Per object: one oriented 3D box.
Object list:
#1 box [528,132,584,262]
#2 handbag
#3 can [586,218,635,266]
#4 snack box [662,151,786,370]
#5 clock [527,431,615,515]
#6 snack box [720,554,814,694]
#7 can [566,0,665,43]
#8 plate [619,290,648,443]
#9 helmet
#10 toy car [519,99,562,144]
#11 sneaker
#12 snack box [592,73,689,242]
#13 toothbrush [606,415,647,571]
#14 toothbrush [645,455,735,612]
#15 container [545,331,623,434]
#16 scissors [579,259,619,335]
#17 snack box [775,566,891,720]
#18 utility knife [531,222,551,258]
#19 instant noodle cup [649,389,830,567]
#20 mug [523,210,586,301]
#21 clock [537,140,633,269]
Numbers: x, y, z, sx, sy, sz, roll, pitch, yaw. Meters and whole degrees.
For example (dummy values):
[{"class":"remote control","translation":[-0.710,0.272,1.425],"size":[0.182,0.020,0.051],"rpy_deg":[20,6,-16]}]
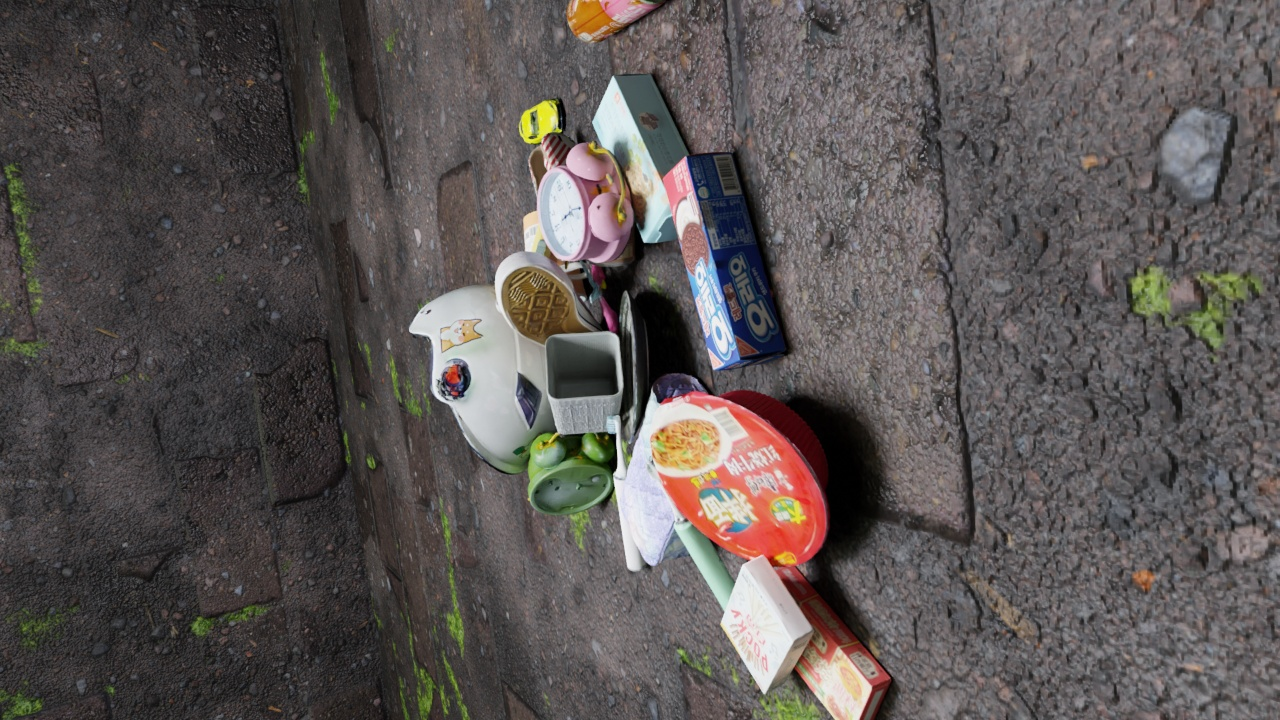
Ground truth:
[{"class":"box","translation":[-0.097,-0.203,1.169],"size":[0.083,0.075,0.163],"rpy_deg":[-29,75,47]},{"class":"handbag","translation":[0.038,0.127,1.024],"size":[0.134,0.075,0.194],"rpy_deg":[60,145,40]},{"class":"can","translation":[-0.036,-0.171,1.073],"size":[0.058,0.058,0.116],"rpy_deg":[26,121,56]},{"class":"snack box","translation":[0.081,-0.095,0.889],"size":[0.058,0.057,0.207],"rpy_deg":[-29,74,63]},{"class":"clock","translation":[-0.095,0.143,1.230],"size":[0.162,0.116,0.056],"rpy_deg":[107,152,-44]},{"class":"snack box","translation":[0.120,0.259,0.892],"size":[0.084,0.026,0.157],"rpy_deg":[56,157,30]},{"class":"can","translation":[-0.024,-0.387,0.981],"size":[0.147,0.057,0.058],"rpy_deg":[3,102,61]},{"class":"plate","translation":[-0.006,0.006,1.070],"size":[0.179,0.024,0.179],"rpy_deg":[176,91,-83]},{"class":"helmet","translation":[-0.179,0.003,1.271],"size":[0.157,0.230,0.274],"rpy_deg":[-35,64,15]},{"class":"toy car","translation":[-0.136,-0.320,1.234],"size":[0.105,0.032,0.048],"rpy_deg":[3,102,59]},{"class":"sneaker","translation":[-0.113,-0.075,1.121],"size":[0.087,0.118,0.241],"rpy_deg":[63,-172,29]},{"class":"snack box","translation":[0.008,-0.218,0.985],"size":[0.174,0.051,0.074],"rpy_deg":[67,150,21]},{"class":"toothbrush","translation":[-0.018,0.167,1.152],"size":[0.026,0.026,0.221],"rpy_deg":[-81,-15,-66]},{"class":"toothbrush","translation":[0.059,0.190,0.954],"size":[0.026,0.027,0.224],"rpy_deg":[-20,115,22]},{"class":"container","translation":[-0.068,0.033,1.135],"size":[0.114,0.090,0.090],"rpy_deg":[92,174,-61]},{"class":"scissors","translation":[-0.050,-0.078,1.119],"size":[0.133,0.017,0.130],"rpy_deg":[-78,-31,-74]},{"class":"snack box","translation":[0.172,0.275,0.879],"size":[0.153,0.025,0.075],"rpy_deg":[48,139,44]},{"class":"utility knife","translation":[-0.126,-0.143,1.187],"size":[0.022,0.031,0.220],"rpy_deg":[31,-109,-74]},{"class":"instant noodle cup","translation":[0.102,0.097,0.856],"size":[0.194,0.065,0.194],"rpy_deg":[27,138,27]},{"class":"mug","translation":[-0.120,-0.135,1.225],"size":[0.078,0.078,0.122],"rpy_deg":[-25,73,61]},{"class":"clock","translation":[-0.056,-0.169,0.994],"size":[0.159,0.059,0.117],"rpy_deg":[-32,74,54]}]
